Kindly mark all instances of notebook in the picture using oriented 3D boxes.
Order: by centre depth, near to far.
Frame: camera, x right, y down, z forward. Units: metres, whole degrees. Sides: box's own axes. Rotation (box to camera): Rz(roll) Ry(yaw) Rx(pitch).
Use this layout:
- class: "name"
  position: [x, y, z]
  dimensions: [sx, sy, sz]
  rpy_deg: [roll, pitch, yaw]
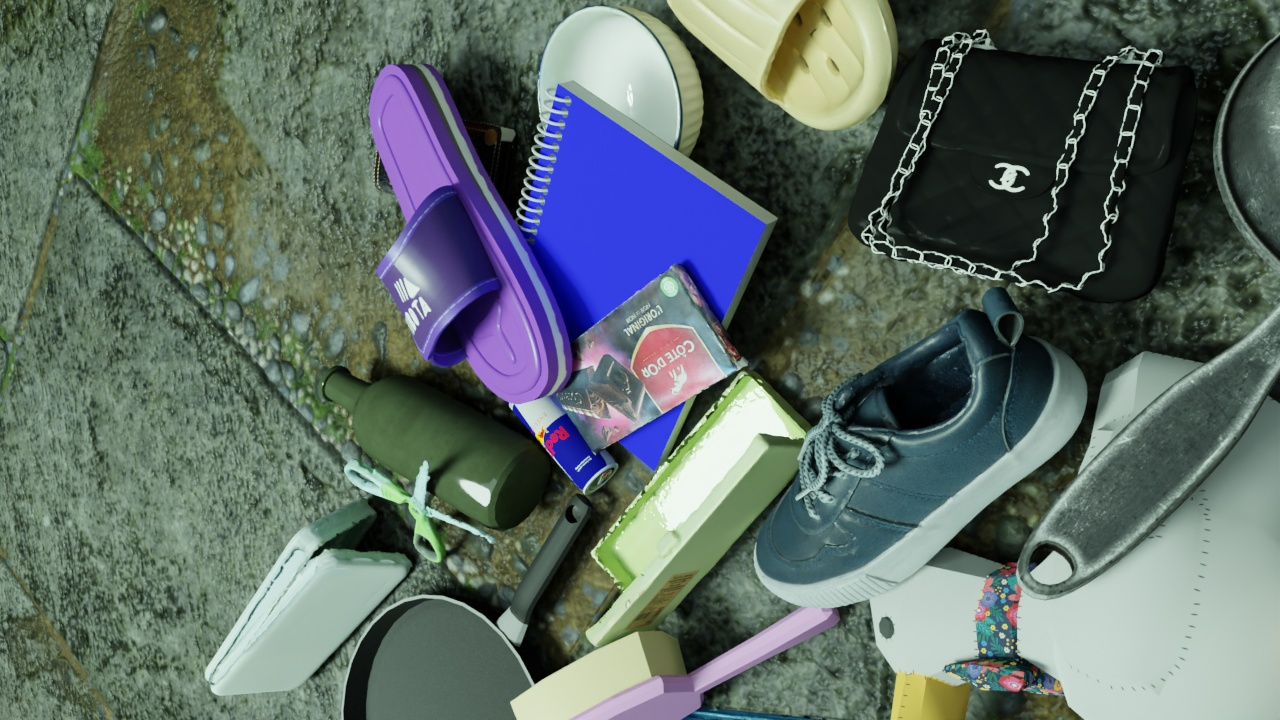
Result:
- class: "notebook"
  position: [-0.020, -0.051, 0.603]
  dimensions: [0.171, 0.022, 0.210]
  rpy_deg: [38, 132, 20]

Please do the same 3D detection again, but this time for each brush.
- class: "brush"
  position: [0.021, 0.203, 0.603]
  dimensions: [0.229, 0.089, 0.043]
  rpy_deg: [-31, 55, 8]

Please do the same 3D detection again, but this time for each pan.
- class: "pan"
  position: [0.285, -0.033, 0.375]
  dimensions: [0.357, 0.055, 0.187]
  rpy_deg: [-43, 59, -2]
- class: "pan"
  position: [-0.121, 0.246, 0.715]
  dimensions: [0.225, 0.034, 0.357]
  rpy_deg: [39, 108, 28]

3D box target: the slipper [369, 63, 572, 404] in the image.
- class: "slipper"
  position: [-0.149, -0.082, 0.634]
  dimensions: [0.108, 0.083, 0.266]
  rpy_deg: [-39, 72, 50]

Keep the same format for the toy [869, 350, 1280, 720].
- class: "toy"
  position: [0.236, 0.116, 0.452]
  dimensions: [0.268, 0.140, 0.246]
  rpy_deg: [7, 81, 54]

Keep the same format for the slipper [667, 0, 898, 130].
- class: "slipper"
  position: [0.045, -0.234, 0.532]
  dimensions: [0.261, 0.079, 0.111]
  rpy_deg: [61, 162, 18]

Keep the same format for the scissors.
- class: "scissors"
  position: [-0.174, 0.109, 0.696]
  dimensions: [0.160, 0.024, 0.172]
  rpy_deg: [41, 146, 13]

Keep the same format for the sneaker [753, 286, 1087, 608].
- class: "sneaker"
  position: [0.128, 0.056, 0.504]
  dimensions: [0.087, 0.089, 0.236]
  rpy_deg: [27, 125, -22]

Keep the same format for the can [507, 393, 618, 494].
- class: "can"
  position: [-0.058, 0.053, 0.668]
  dimensions: [0.095, 0.032, 0.032]
  rpy_deg: [47, 115, 18]

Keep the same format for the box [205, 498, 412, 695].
- class: "box"
  position: [-0.301, 0.202, 0.790]
  dimensions: [0.216, 0.122, 0.083]
  rpy_deg: [-45, 50, 21]

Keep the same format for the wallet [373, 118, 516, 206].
- class: "wallet"
  position: [-0.153, -0.153, 0.710]
  dimensions: [0.123, 0.019, 0.072]
  rpy_deg: [18, 104, 28]

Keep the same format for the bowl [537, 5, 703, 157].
- class: "bowl"
  position: [-0.003, -0.167, 0.588]
  dimensions: [0.118, 0.062, 0.118]
  rpy_deg: [21, 123, 35]

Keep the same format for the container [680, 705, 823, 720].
- class: "container"
  position: [0.161, 0.359, 0.540]
  dimensions: [0.363, 0.089, 0.257]
  rpy_deg: [-7, 92, 31]

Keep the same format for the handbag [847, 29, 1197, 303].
- class: "handbag"
  position: [0.190, -0.102, 0.463]
  dimensions: [0.154, 0.114, 0.125]
  rpy_deg: [18, 102, 31]

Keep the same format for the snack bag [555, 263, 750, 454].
- class: "snack bag"
  position: [-0.004, 0.003, 0.593]
  dimensions: [0.156, 0.018, 0.074]
  rpy_deg: [-34, 88, 43]

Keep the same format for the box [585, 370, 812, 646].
- class: "box"
  position: [0.028, 0.094, 0.605]
  dimensions: [0.188, 0.091, 0.083]
  rpy_deg: [-52, 53, 21]

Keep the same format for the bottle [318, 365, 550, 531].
- class: "bottle"
  position: [-0.169, 0.057, 0.711]
  dimensions: [0.207, 0.071, 0.071]
  rpy_deg: [25, 107, 26]
